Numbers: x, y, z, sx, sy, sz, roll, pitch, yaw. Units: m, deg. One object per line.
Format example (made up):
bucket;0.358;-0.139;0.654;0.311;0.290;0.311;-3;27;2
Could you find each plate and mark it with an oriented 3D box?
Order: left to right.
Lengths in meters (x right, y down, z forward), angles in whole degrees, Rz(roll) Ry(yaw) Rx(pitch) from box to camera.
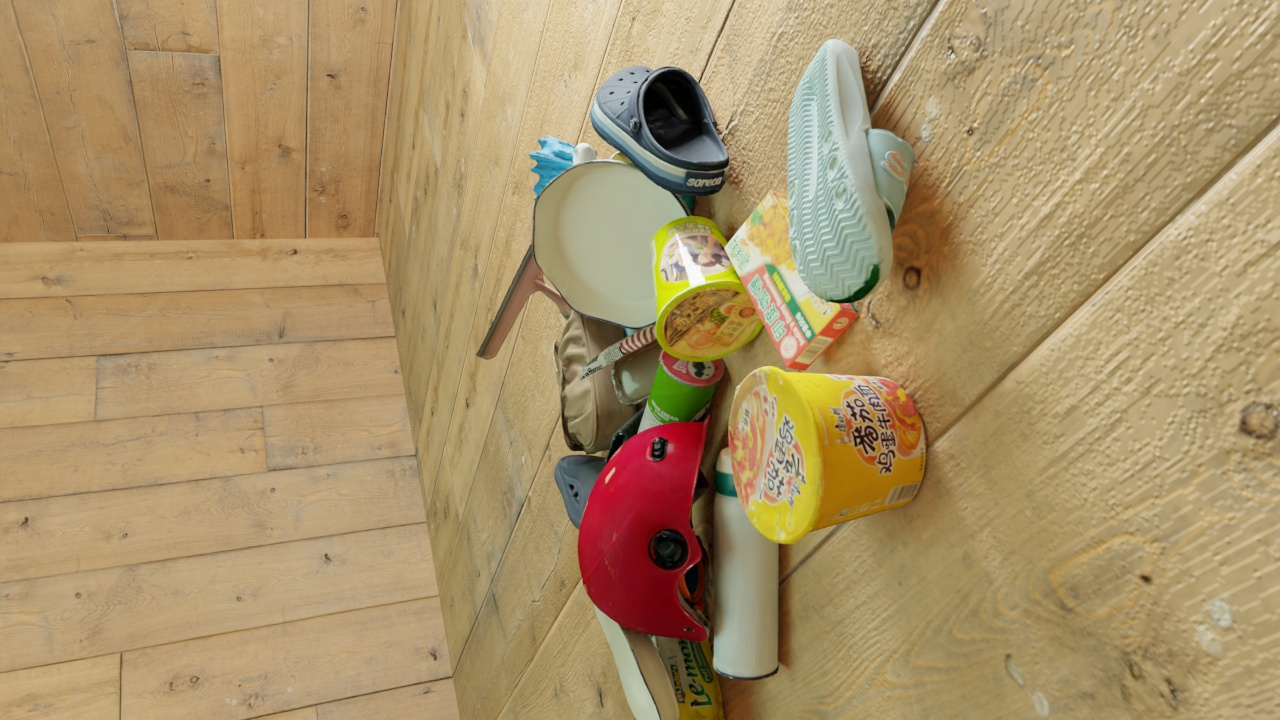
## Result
plate;-0.025;-0.136;1.051;0.045;0.205;0.205;-56;-17;-52
plate;0.004;0.348;1.008;0.164;0.034;0.163;-168;59;-72

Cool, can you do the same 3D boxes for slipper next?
slipper;-0.052;0.162;1.236;0.268;0.110;0.083;-143;56;-65
slipper;0.020;-0.265;0.988;0.252;0.105;0.095;-118;34;-46
slipper;0.164;-0.147;0.715;0.104;0.074;0.244;120;155;-56

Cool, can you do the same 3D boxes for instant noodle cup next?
instant noodle cup;0.060;-0.081;0.939;0.112;0.111;0.123;110;156;-44
instant noodle cup;0.150;0.069;0.730;0.138;0.109;0.138;175;90;-67

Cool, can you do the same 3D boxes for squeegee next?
squeegee;-0.113;-0.079;1.300;0.247;0.040;0.249;-66;-19;-8

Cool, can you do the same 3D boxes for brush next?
brush;-0.055;-0.119;1.134;0.110;0.060;0.315;8;121;31

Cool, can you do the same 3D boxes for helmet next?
helmet;0.006;0.173;0.966;0.206;0.144;0.240;-68;-22;-75

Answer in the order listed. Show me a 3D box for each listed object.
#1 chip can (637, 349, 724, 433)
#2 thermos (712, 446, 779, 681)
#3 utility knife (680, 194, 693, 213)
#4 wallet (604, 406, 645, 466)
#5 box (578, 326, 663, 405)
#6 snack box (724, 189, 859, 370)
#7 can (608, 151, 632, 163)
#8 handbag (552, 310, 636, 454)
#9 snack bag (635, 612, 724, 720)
chip can;0.030;0.086;1.066;0.072;0.072;0.237;-115;30;-41
thermos;0.104;0.198;0.917;0.073;0.073;0.224;-165;73;-66
utility knife;0.047;-0.147;1.062;0.029;0.013;0.183;-131;42;-55
wallet;-0.008;0.103;1.147;0.019;0.097;0.121;35;136;17
box;-0.007;0.006;1.097;0.163;0.086;0.075;-25;71;52
snack box;0.133;-0.074;0.829;0.077;0.027;0.155;-52;44;35
can;-0.018;-0.200;1.135;0.083;0.057;0.102;-26;85;63
handbag;-0.069;0.028;1.259;0.148;0.099;0.204;121;144;-58
snack bag;0.031;0.347;1.116;0.158;0.068;0.246;135;126;-63
